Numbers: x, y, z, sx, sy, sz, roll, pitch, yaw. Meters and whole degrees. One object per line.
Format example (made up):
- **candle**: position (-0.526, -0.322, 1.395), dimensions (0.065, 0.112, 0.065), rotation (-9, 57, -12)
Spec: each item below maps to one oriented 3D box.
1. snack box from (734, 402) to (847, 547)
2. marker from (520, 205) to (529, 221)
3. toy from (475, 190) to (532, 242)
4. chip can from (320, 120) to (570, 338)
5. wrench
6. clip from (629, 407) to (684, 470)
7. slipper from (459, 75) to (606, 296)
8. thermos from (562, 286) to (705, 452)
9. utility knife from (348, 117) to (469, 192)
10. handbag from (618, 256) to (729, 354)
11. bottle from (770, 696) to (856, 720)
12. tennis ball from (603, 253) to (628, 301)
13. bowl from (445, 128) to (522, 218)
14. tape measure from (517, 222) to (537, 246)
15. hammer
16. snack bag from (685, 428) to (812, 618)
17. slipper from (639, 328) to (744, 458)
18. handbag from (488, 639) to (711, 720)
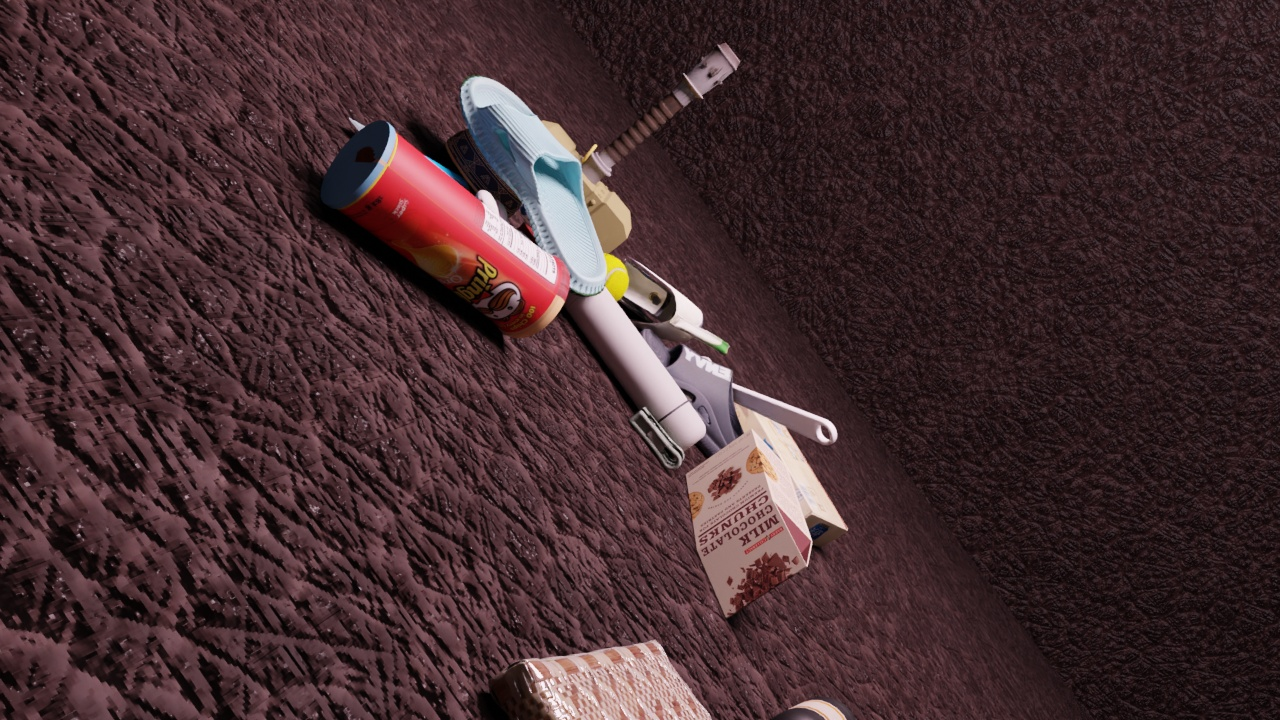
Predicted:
- **snack box**: position (0.204, 0.161, 1.326), dimensions (0.153, 0.055, 0.207), rotation (31, 26, -54)
- **marker**: position (-0.113, -0.151, 1.128), dimensions (0.013, 0.013, 0.142), rotation (61, 8, 29)
- **toy**: position (-0.139, -0.122, 0.982), dimensions (0.125, 0.037, 0.076), rotation (59, 11, 1)
- **chip can**: position (-0.160, -0.106, 0.788), dimensions (0.213, 0.087, 0.087), rotation (38, 21, -41)
- **wrench**: position (0.153, 0.056, 1.212), dimensions (0.273, 0.018, 0.066), rotation (24, -52, 49)
- **clip**: position (0.019, 0.087, 1.010), dimensions (0.076, 0.023, 0.043), rotation (51, 16, 0)
- **slipper**: position (-0.102, -0.199, 1.006), dimensions (0.115, 0.070, 0.276), rotation (-22, 85, -60)
- **thermos**: position (-0.006, 0.006, 1.052), dimensions (0.224, 0.052, 0.052), rotation (54, 15, 6)
- **utility knife**: position (-0.230, -0.206, 0.941), dimensions (0.031, 0.015, 0.206), rotation (57, 12, 18)
- **handbag**: position (0.043, -0.055, 1.255), dimensions (0.176, 0.074, 0.151), rotation (38, 5, 17)
- **bottle**: position (0.128, 0.314, 0.744), dimensions (0.059, 0.059, 0.181), rotation (60, 17, 24)
- **tennis ball**: position (-0.048, -0.102, 1.149), dimensions (0.065, 0.065, 0.065), rotation (48, 16, -19)
- **bowl**: position (-0.166, -0.229, 1.069), dimensions (0.112, 0.061, 0.112), rotation (52, 9, -12)
- **tape measure**: position (-0.121, -0.133, 1.088), dimensions (0.051, 0.019, 0.059), rotation (42, 10, -40)
- **hammer**: position (-0.007, -0.296, 1.210), dimensions (0.190, 0.325, 0.100), rotation (49, 16, -12)
- **snack bag**: position (0.114, 0.172, 0.955), dimensions (0.070, 0.094, 0.206), rotation (47, 16, -22)
- **slipper**: position (0.096, 0.060, 1.186), dimensions (0.268, 0.083, 0.110), rotation (53, 17, -6)
- **handbag**: position (-0.006, 0.234, 0.556), dimensions (0.124, 0.047, 0.185), rotation (51, 13, 27)
